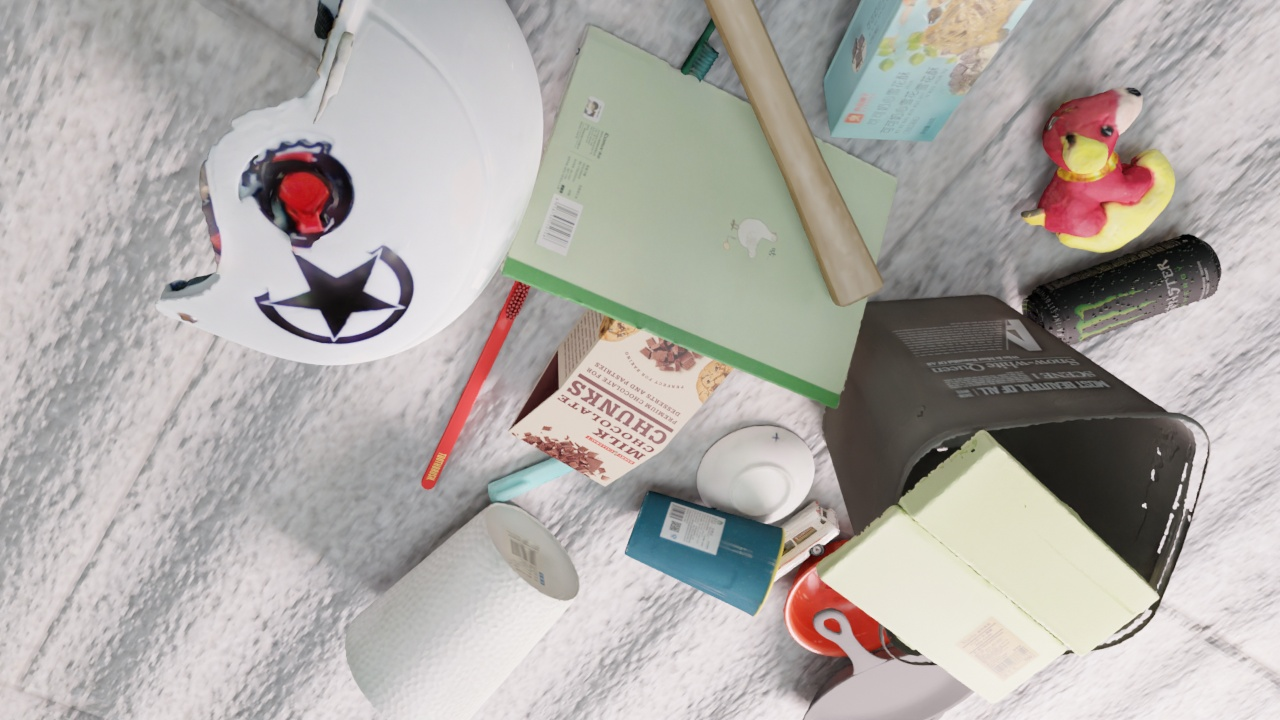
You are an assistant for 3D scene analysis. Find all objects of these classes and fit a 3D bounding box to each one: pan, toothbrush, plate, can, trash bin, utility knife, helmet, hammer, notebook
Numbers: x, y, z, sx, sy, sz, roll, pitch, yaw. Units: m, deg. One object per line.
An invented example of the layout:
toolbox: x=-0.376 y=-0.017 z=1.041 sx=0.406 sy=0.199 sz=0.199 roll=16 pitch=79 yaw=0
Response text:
pan: x=0.221 y=0.290 z=0.861 sx=0.217 sy=0.024 sz=0.354 roll=-28 pitch=137 yaw=11
toothbrush: x=0.081 y=-0.264 z=0.583 sx=0.017 sy=0.016 sz=0.190 roll=27 pitch=112 yaw=-16
plate: x=0.102 y=0.106 z=0.791 sx=0.104 sy=0.026 sz=0.104 roll=-2 pitch=120 yaw=-4
can: x=0.373 y=-0.053 z=0.714 sx=0.138 sy=0.054 sz=0.054 roll=-20 pitch=119 yaw=5
trash bin: x=-0.143 y=0.211 z=0.771 sx=0.133 sy=0.133 sz=0.161 roll=39 pitch=103 yaw=-24
utility knife: x=-0.050 y=0.081 z=0.766 sx=0.177 sy=0.015 sz=0.022 roll=-24 pitch=120 yaw=9
helmet: x=-0.143 y=-0.113 z=0.527 sx=0.163 sy=0.236 sz=0.265 roll=25 pitch=120 yaw=-24
toothbrush: x=-0.132 y=0.024 z=0.725 sx=0.012 sy=0.017 sz=0.213 roll=22 pitch=115 yaw=-17
hammer: x=0.076 y=-0.180 z=0.579 sx=0.117 sy=0.051 sz=0.323 roll=-26 pitch=108 yaw=8
notebook: x=0.051 y=-0.093 z=0.621 sx=0.252 sy=0.010 sz=0.181 roll=21 pitch=77 yaw=-17
trash bin: x=0.241 y=0.068 z=0.672 sx=0.197 sy=0.219 sz=0.198 roll=-4 pitch=119 yaw=-4

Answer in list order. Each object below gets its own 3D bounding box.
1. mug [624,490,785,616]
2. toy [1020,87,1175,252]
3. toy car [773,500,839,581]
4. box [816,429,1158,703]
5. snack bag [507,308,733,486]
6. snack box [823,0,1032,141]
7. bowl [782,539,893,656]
mug: x=0.052 y=0.158 z=0.777 sx=0.121 sy=0.078 sz=0.078 roll=20 pitch=116 yaw=3
toy: x=0.328 y=-0.132 z=0.667 sx=0.106 sy=0.067 sz=0.137 roll=-33 pitch=130 yaw=15
toy car: x=0.127 y=0.170 z=0.826 sx=0.113 sy=0.039 sz=0.039 roll=-39 pitch=95 yaw=16
box: x=0.217 y=0.138 z=0.570 sx=0.137 sy=0.024 sz=0.187 roll=-42 pitch=115 yaw=19
snack bag: x=-0.004 y=0.004 z=0.697 sx=0.094 sy=0.069 sz=0.207 roll=32 pitch=111 yaw=-21
snack box: x=0.173 y=-0.202 z=0.558 sx=0.075 sy=0.053 sz=0.175 roll=2 pitch=158 yaw=-7
bowl: x=0.191 y=0.211 z=0.848 sx=0.130 sy=0.045 sz=0.131 roll=-3 pitch=120 yaw=-5
